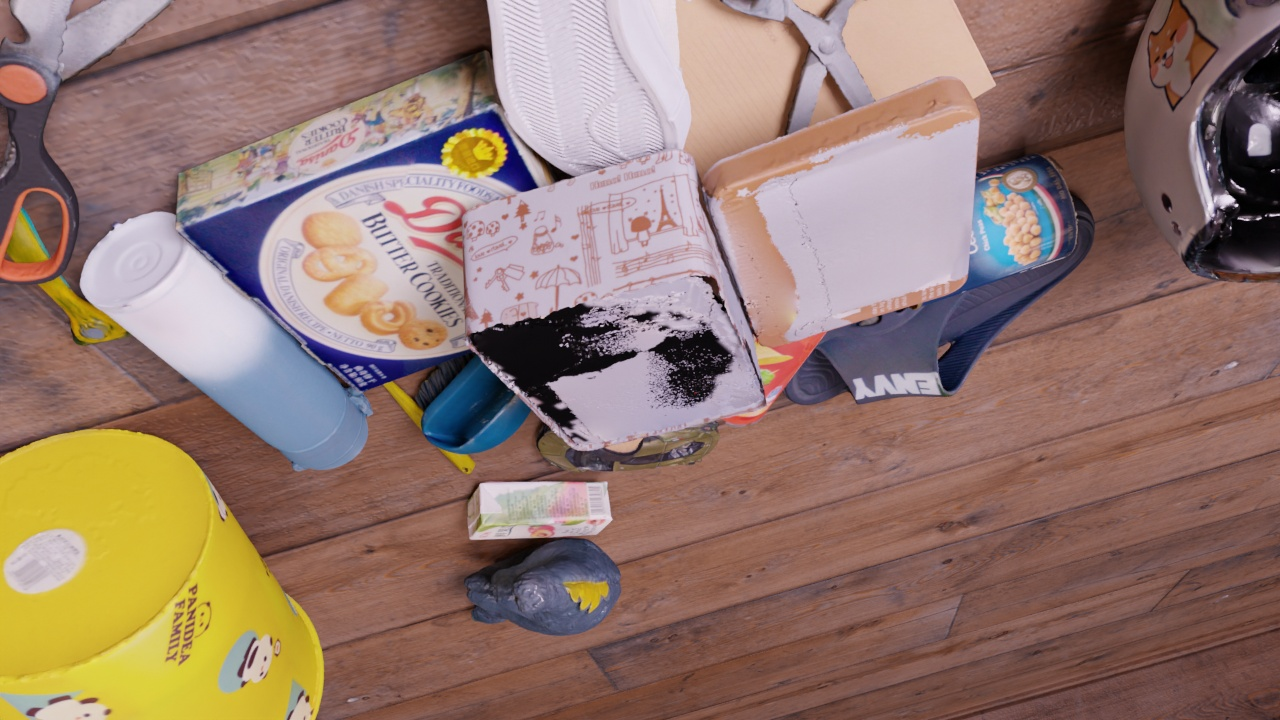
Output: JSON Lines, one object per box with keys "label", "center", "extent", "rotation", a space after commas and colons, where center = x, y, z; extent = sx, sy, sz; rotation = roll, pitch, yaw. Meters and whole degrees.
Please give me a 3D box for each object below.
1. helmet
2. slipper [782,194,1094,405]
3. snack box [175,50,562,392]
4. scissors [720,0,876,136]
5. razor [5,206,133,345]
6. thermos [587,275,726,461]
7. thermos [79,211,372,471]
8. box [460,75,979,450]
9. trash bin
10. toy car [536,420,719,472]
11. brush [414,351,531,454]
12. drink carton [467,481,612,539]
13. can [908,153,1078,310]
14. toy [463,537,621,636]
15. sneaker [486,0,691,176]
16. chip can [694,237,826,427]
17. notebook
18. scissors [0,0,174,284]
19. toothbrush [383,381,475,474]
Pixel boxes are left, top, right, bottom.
{"label": "helmet", "center": [0.369, -0.178, 0.482], "extent": [0.229, 0.156, 0.275], "rotation": [-2, 133, -17]}
{"label": "slipper", "center": [0.228, -0.027, 0.706], "extent": [0.269, 0.083, 0.110], "rotation": [-31, 141, 19]}
{"label": "snack box", "center": [-0.132, -0.068, 0.534], "extent": [0.182, 0.045, 0.178], "rotation": [-19, 146, 6]}
{"label": "scissors", "center": [0.091, -0.165, 0.468], "extent": [0.159, 0.014, 0.182], "rotation": [15, 128, -15]}
{"label": "razor", "center": [-0.321, -0.053, 0.499], "extent": [0.043, 0.028, 0.133], "rotation": [-9, 144, -4]}
{"label": "thermos", "center": [-0.004, 0.004, 0.657], "extent": [0.093, 0.093, 0.143], "rotation": [21, 123, -42]}
{"label": "thermos", "center": [-0.242, 0.000, 0.572], "extent": [0.070, 0.070, 0.221], "rotation": [-18, 147, 4]}
{"label": "box", "center": [0.053, -0.042, 0.501], "extent": [0.261, 0.082, 0.177], "rotation": [-15, 152, 10]}
{"label": "trash bin", "center": [-0.373, 0.199, 0.672], "extent": [0.229, 0.229, 0.256], "rotation": [-8, 140, -12]}
{"label": "toy car", "center": [-0.010, 0.068, 0.781], "extent": [0.158, 0.042, 0.070], "rotation": [-3, 143, -14]}
{"label": "brush", "center": [-0.106, 0.022, 0.646], "extent": [0.055, 0.073, 0.144], "rotation": [12, 137, -42]}
{"label": "drink carton", "center": [-0.092, 0.134, 0.835], "extent": [0.122, 0.045, 0.054], "rotation": [2, 155, -22]}
{"label": "can", "center": [0.226, -0.088, 0.622], "extent": [0.111, 0.075, 0.075], "rotation": [-19, 146, 4]}
{"label": "toy", "center": [-0.093, 0.223, 0.886], "extent": [0.137, 0.091, 0.357], "rotation": [-7, 166, -21]}
{"label": "sneaker", "center": [-0.023, -0.171, 0.407], "extent": [0.089, 0.090, 0.242], "rotation": [4, 158, 8]}
{"label": "chip can", "center": [0.104, -0.040, 0.645], "extent": [0.073, 0.073, 0.217], "rotation": [0, 143, -22]}
{"label": "notebook", "center": [0.065, -0.146, 0.499], "extent": [0.212, 0.012, 0.149], "rotation": [-30, 126, 21]}
{"label": "scissors", "center": [-0.278, -0.110, 0.411], "extent": [0.224, 0.021, 0.205], "rotation": [-16, 144, -6]}
{"label": "toothbrush", "center": [-0.170, 0.045, 0.703], "extent": [0.016, 0.016, 0.190], "rotation": [-18, 146, 5]}
